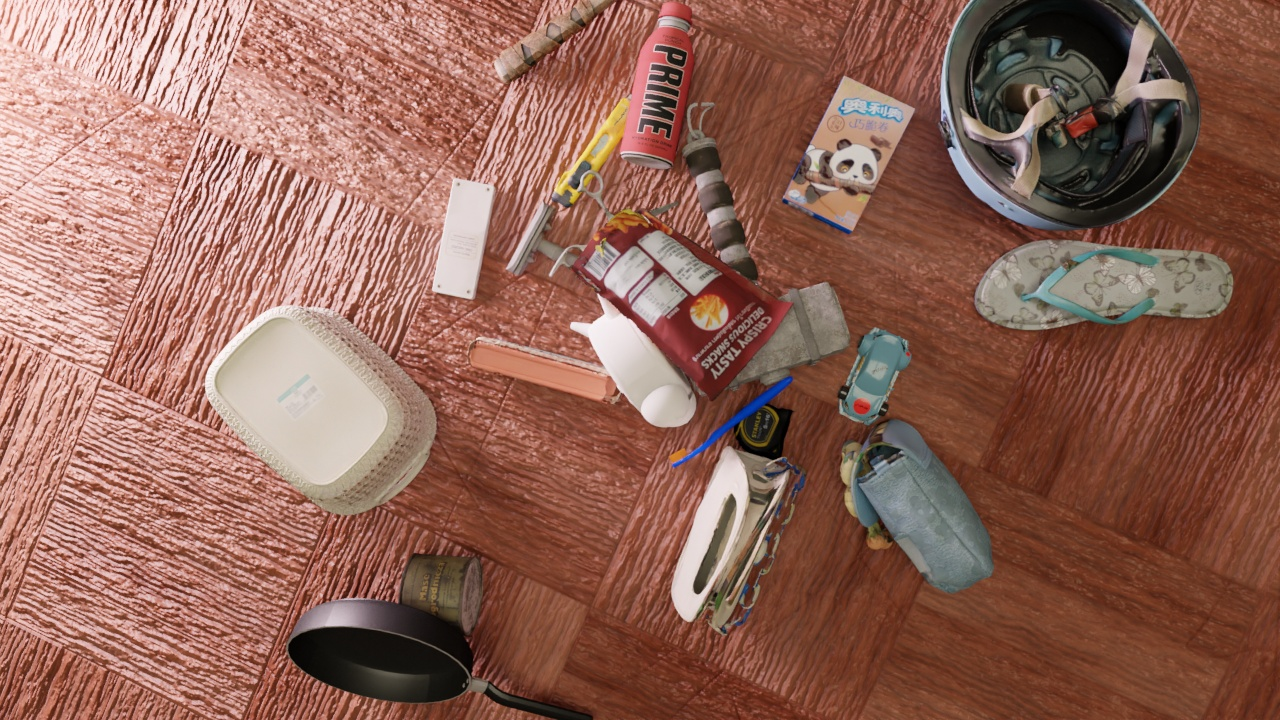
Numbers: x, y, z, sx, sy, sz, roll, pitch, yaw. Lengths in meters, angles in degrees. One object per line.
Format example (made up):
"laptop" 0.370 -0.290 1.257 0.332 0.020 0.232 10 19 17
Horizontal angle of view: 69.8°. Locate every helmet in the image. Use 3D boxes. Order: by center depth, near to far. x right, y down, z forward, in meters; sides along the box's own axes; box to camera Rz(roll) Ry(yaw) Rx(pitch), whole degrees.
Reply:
"helmet" 0.411 -0.256 0.935 0.225 0.167 0.265 -24 90 4

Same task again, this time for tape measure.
"tape measure" 0.136 0.077 1.038 0.061 0.034 0.061 18 83 1

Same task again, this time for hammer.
"hammer" 0.100 -0.130 1.022 0.177 0.079 0.326 -18 84 6
"hammer" -0.030 -0.414 1.029 0.319 0.049 0.121 -31 54 12

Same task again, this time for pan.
"pan" -0.218 0.352 1.042 0.355 0.044 0.205 20 137 -14

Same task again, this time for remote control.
"remote control" -0.207 -0.143 1.080 0.050 0.011 0.136 12 93 5

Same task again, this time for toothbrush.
"toothbrush" 0.098 0.068 1.020 0.183 0.016 0.018 -40 78 28

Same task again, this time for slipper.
"slipper" 0.503 -0.086 0.989 0.269 0.054 0.098 -3 89 5

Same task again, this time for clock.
"clock" -0.006 0.006 1.005 0.073 0.125 0.161 -35 81 7

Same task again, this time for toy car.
"toy car" 0.262 0.019 1.027 0.060 0.027 0.108 23 93 5

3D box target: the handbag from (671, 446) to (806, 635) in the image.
"handbag" 0.105 0.192 0.964 0.093 0.199 0.201 21 96 1

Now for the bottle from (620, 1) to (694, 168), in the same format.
"bottle" 0.024 -0.309 1.027 0.062 0.062 0.176 12 92 5

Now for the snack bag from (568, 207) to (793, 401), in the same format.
"snack bag" 0.040 -0.071 0.949 0.208 0.067 0.138 38 66 17

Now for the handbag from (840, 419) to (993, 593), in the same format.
"handbag" 0.289 0.161 0.990 0.119 0.121 0.192 -35 89 22

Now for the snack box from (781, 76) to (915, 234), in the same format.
"snack box" 0.230 -0.227 1.021 0.087 0.034 0.151 27 94 5

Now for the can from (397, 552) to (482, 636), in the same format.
"can" -0.228 0.268 1.052 0.074 0.090 0.090 2 91 5

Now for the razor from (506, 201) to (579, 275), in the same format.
"razor" -0.083 -0.116 1.056 0.116 0.047 0.088 29 94 -3

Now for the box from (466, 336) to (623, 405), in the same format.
"box" -0.109 0.011 1.056 0.187 0.056 0.059 13 61 4

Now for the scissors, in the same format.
"scissors" -0.034 -0.145 1.040 0.174 0.014 0.141 -39 97 -10

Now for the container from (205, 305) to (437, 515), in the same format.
"container" -0.361 0.052 1.035 0.246 0.143 0.184 42 82 4

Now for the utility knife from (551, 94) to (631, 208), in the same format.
"utility knife" -0.051 -0.242 1.061 0.030 0.017 0.151 36 92 -5
